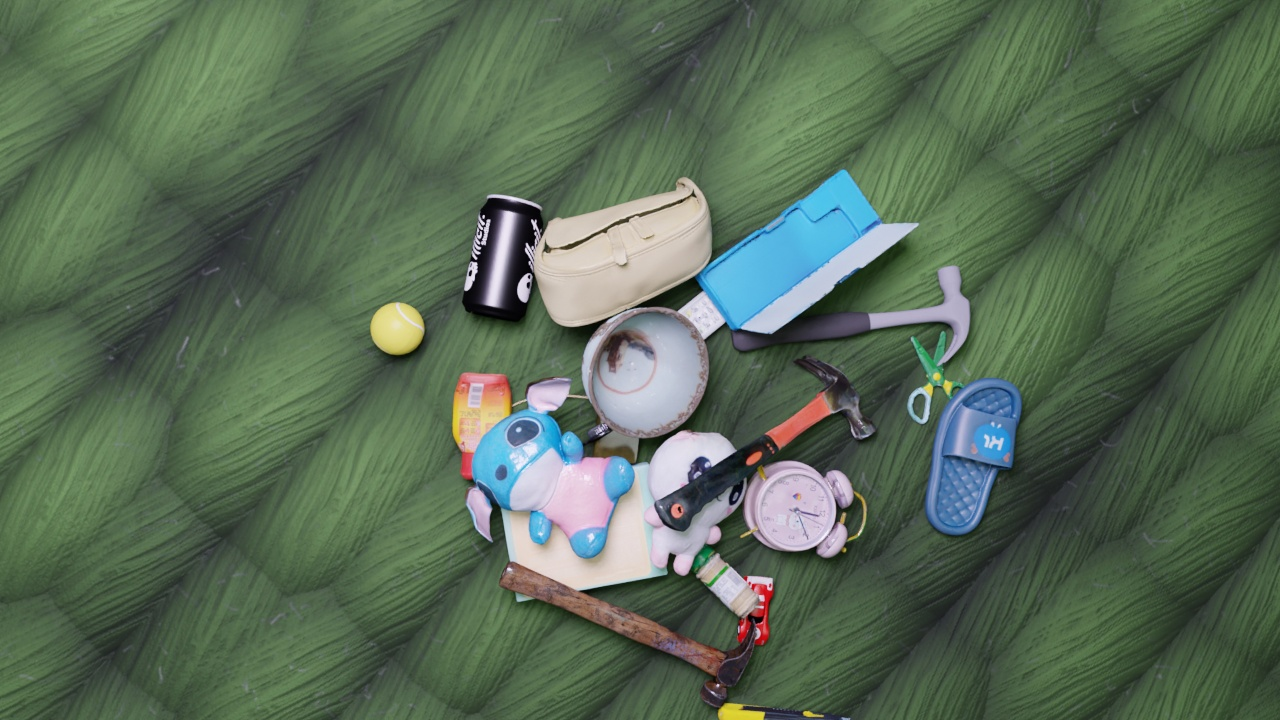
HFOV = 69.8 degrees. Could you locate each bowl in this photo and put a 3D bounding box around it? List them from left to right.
[{"bbox_3d":[-0.007,0.007,1.128,0.159,0.094,0.160,-6,105,-23],"label":"bowl"}]

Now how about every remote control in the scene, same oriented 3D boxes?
[{"bbox_3d":[0.076,-0.054,1.187,0.133,0.022,0.050,-39,92,-3],"label":"remote control"}]

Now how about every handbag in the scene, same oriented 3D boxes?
[{"bbox_3d":[-0.089,0.086,1.179,0.178,0.027,0.084,7,90,2],"label":"handbag"},{"bbox_3d":[-0.019,-0.146,1.114,0.232,0.190,0.089,-17,133,-5],"label":"handbag"}]

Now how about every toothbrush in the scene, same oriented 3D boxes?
[{"bbox_3d":[-0.123,0.123,1.165,0.188,0.014,0.017,-25,75,6],"label":"toothbrush"}]

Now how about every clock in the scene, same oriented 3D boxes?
[{"bbox_3d":[0.211,0.191,1.171,0.158,0.059,0.117,11,88,-4],"label":"clock"}]

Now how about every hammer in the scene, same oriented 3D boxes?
[{"bbox_3d":[-0.016,0.319,1.141,0.330,0.033,0.120,25,97,-10],"label":"hammer"},{"bbox_3d":[0.148,0.107,1.114,0.332,0.033,0.133,-31,92,-30],"label":"hammer"},{"bbox_3d":[0.273,-0.044,1.190,0.311,0.029,0.125,-7,80,-1],"label":"hammer"}]

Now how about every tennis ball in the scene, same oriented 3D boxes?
[{"bbox_3d":[-0.303,-0.039,1.144,0.065,0.065,0.065,0,89,-3],"label":"tennis ball"}]

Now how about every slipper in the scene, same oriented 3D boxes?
[{"bbox_3d":[0.427,0.124,1.181,0.104,0.059,0.214,18,93,-7],"label":"slipper"}]

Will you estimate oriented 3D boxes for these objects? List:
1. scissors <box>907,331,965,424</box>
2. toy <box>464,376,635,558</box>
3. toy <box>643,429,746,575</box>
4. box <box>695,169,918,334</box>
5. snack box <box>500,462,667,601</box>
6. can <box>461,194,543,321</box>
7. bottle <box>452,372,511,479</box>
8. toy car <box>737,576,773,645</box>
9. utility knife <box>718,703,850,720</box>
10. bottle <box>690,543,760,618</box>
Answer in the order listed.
[{"bbox_3d":[0.380,0.025,1.208,0.112,0.012,0.131,-33,92,-3],"label":"scissors"},{"bbox_3d":[-0.104,0.130,1.097,0.191,0.099,0.224,27,98,-1],"label":"toy"},{"bbox_3d":[0.060,0.173,1.132,0.138,0.102,0.179,28,72,-32],"label":"toy"},{"bbox_3d":[0.205,-0.136,1.137,0.243,0.114,0.114,-36,91,-11],"label":"box"},{"bbox_3d":[-0.072,0.216,1.162,0.193,0.044,0.141,-10,89,-3],"label":"snack box"},{"bbox_3d":[-0.171,-0.126,1.146,0.080,0.080,0.146,11,88,-3],"label":"can"},{"bbox_3d":[-0.200,0.083,1.156,0.071,0.048,0.134,2,89,-2],"label":"bottle"},{"bbox_3d":[0.148,0.321,1.182,0.038,0.025,0.089,6,89,-3],"label":"toy car"},{"bbox_3d":[0.187,0.458,1.181,0.174,0.029,0.020,6,94,-5],"label":"utility knife"},{"bbox_3d":[0.102,0.275,1.160,0.110,0.042,0.042,44,87,13],"label":"bottle"}]
